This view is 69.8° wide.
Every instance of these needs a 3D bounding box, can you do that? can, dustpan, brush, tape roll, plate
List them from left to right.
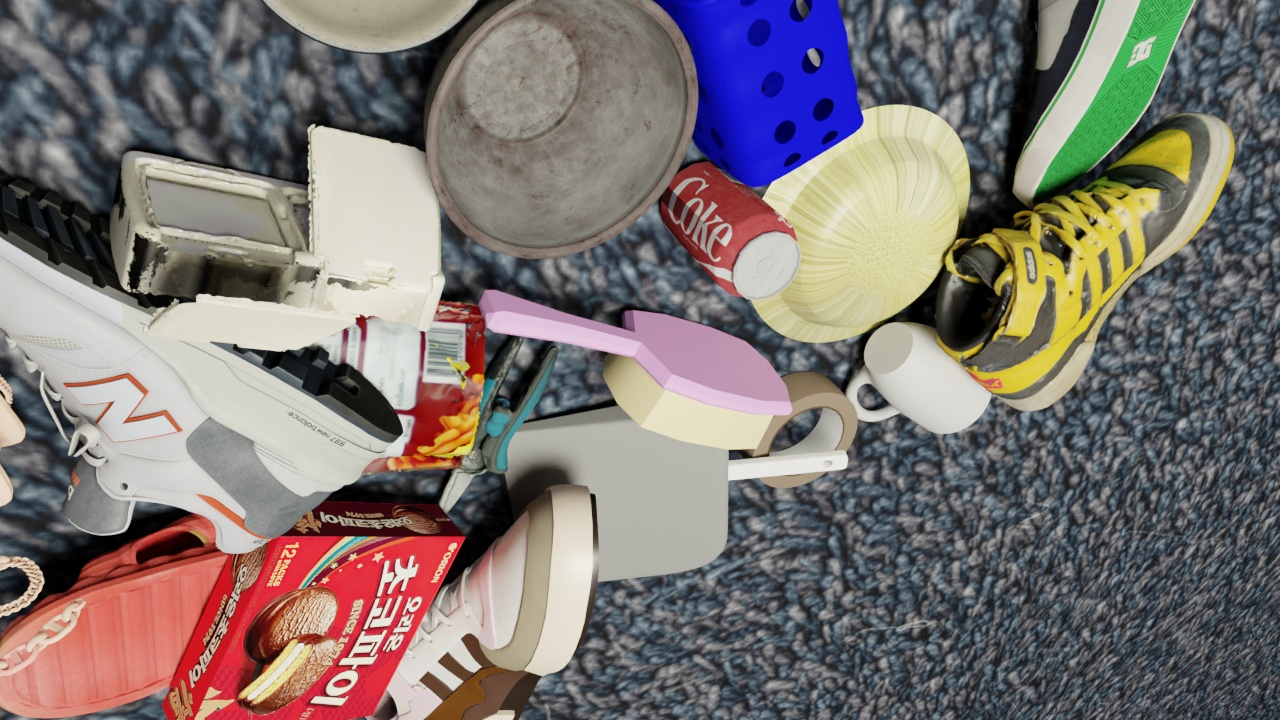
[{"bbox_3d":[-0.003,0.003,0.585,0.228,0.089,0.043,13,121,-34],"label":"brush"},{"bbox_3d":[0.030,0.095,0.687,0.257,0.033,0.163,-5,127,-2],"label":"dustpan"},{"bbox_3d":[0.053,-0.078,0.549,0.054,0.096,0.054,-13,128,-18],"label":"can"},{"bbox_3d":[0.123,0.055,0.725,0.093,0.030,0.094,-13,128,-18],"label":"tape roll"},{"bbox_3d":[0.164,-0.082,0.642,0.184,0.036,0.185,-13,128,-18],"label":"plate"}]

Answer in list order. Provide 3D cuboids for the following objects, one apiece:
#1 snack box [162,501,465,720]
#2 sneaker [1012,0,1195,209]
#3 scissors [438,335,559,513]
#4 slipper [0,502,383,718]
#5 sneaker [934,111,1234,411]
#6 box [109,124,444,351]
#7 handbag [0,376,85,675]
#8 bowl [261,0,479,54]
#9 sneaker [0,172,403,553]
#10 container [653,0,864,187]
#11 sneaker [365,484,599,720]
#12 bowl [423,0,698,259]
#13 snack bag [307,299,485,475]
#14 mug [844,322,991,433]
[{"bbox_3d":[-0.203,0.163,0.580,0.132,0.036,0.152,13,110,-50],"label":"snack box"},{"bbox_3d":[0.289,-0.204,0.603,0.084,0.079,0.236,-26,148,-16],"label":"sneaker"},{"bbox_3d":[-0.094,0.047,0.609,0.135,0.019,0.130,-15,113,2],"label":"scissors"},{"bbox_3d":[-0.264,0.137,0.575,0.248,0.059,0.104,-15,130,-36],"label":"slipper"},{"bbox_3d":[0.295,-0.083,0.636,0.122,0.086,0.239,21,106,-33],"label":"sneaker"},{"bbox_3d":[-0.148,-0.052,0.411,0.143,0.181,0.081,5,119,-38],"label":"box"},{"bbox_3d":[-0.359,0.060,0.384,0.198,0.187,0.117,-11,134,-14],"label":"handbag"},{"bbox_3d":[-0.122,-0.200,0.398,0.115,0.059,0.116,-13,128,-18],"label":"bowl"},{"bbox_3d":[-0.246,0.020,0.441,0.239,0.089,0.124,33,98,-26],"label":"sneaker"},{"bbox_3d":[0.062,-0.169,0.497,0.085,0.084,0.114,-31,132,-5],"label":"container"},{"bbox_3d":[-0.125,0.185,0.649,0.116,0.111,0.295,15,130,-19],"label":"sneaker"},{"bbox_3d":[-0.049,-0.131,0.473,0.144,0.067,0.145,-19,136,-20],"label":"bowl"},{"bbox_3d":[-0.195,0.017,0.520,0.207,0.066,0.139,0,118,-24],"label":"snack bag"},{"bbox_3d":[0.205,0.016,0.722,0.089,0.071,0.107,28,135,-35],"label":"mug"}]
